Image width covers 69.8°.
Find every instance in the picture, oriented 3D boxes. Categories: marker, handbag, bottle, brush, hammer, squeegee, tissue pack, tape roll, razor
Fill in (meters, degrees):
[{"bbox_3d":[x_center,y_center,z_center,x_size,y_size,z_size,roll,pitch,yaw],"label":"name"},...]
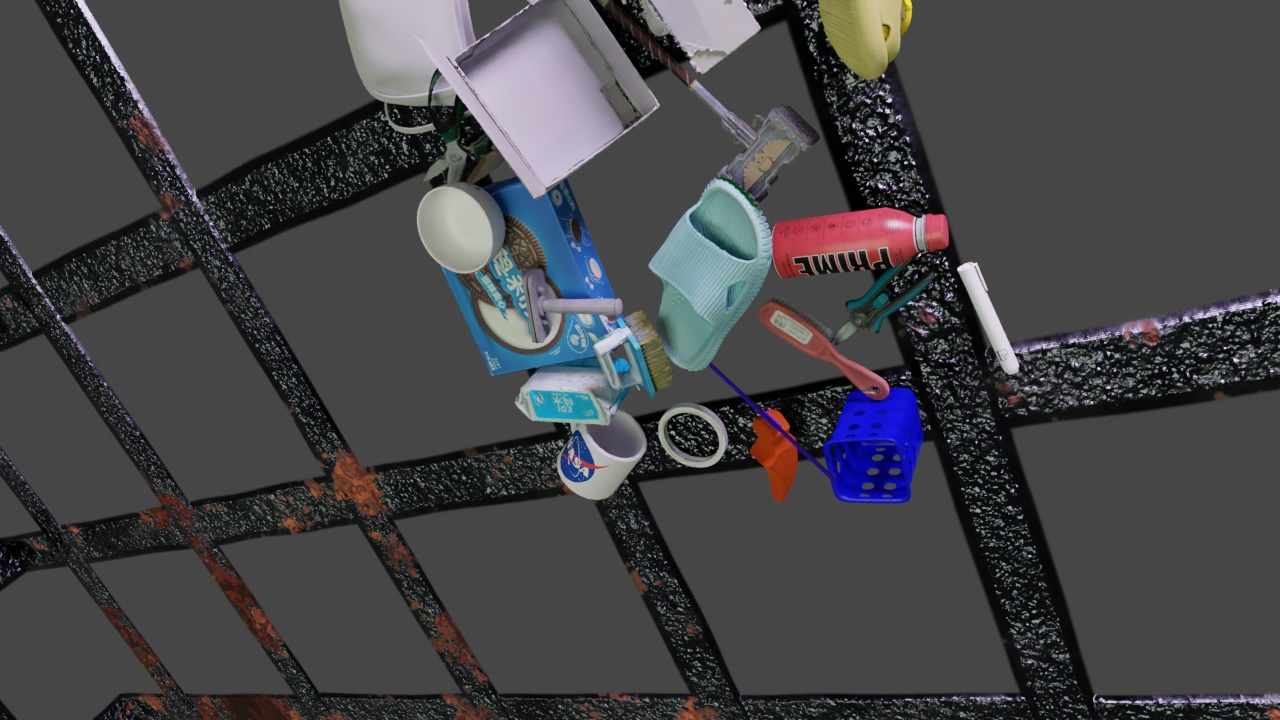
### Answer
[{"bbox_3d":[0.368,-0.043,0.962,0.020,0.017,0.133,-19,109,35],"label":"marker"},{"bbox_3d":[-0.214,-0.370,1.034,0.223,0.095,0.216,2,122,12],"label":"handbag"},{"bbox_3d":[0.227,-0.124,0.955,0.177,0.062,0.062,-3,117,28],"label":"bottle"},{"bbox_3d":[0.212,-0.017,1.041,0.172,0.030,0.041,37,139,6],"label":"brush"},{"bbox_3d":[0.036,-0.305,0.957,0.322,0.044,0.099,44,128,0],"label":"hammer"},{"bbox_3d":[-0.007,0.007,1.118,0.055,0.075,0.136,57,173,36],"label":"brush"},{"bbox_3d":[0.164,0.111,1.118,0.249,0.055,0.185,45,159,41],"label":"squeegee"},{"bbox_3d":[-0.080,0.039,1.186,0.145,0.092,0.062,2,121,26],"label":"tissue pack"},{"bbox_3d":[-0.139,-0.237,1.017,0.008,0.142,0.045,46,136,-3],"label":"brush"},{"bbox_3d":[0.068,0.098,1.197,0.093,0.013,0.093,12,123,20],"label":"tape roll"},{"bbox_3d":[-0.079,-0.064,1.089,0.116,0.047,0.088,2,119,15],"label":"razor"}]

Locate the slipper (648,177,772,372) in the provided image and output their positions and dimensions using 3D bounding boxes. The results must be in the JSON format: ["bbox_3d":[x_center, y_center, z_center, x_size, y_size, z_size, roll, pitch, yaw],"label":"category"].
[{"bbox_3d":[0.065,-0.078,1.027,0.116,0.069,0.277,42,141,17],"label":"slipper"}]

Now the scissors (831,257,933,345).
[{"bbox_3d":[0.255,-0.066,1.003,0.129,0.019,0.139,8,124,29],"label":"scissors"}]

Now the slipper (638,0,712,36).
[{"bbox_3d":[0.011,-0.440,0.866,0.112,0.074,0.247,14,128,57],"label":"slipper"}]

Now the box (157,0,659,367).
[{"bbox_3d":[-0.165,-0.196,0.829,0.149,0.504,0.167,-27,105,40],"label":"box"}]

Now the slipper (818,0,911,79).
[{"bbox_3d":[0.205,-0.355,0.826,0.081,0.091,0.191,-24,123,-6],"label":"slipper"}]

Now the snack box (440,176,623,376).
[{"bbox_3d":[-0.145,-0.106,1.153,0.196,0.056,0.239,-10,112,30],"label":"snack box"}]

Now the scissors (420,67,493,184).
[{"bbox_3d":[-0.187,-0.257,1.088,0.154,0.015,0.210,7,145,-15],"label":"scissors"}]

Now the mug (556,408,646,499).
[{"bbox_3d":[-0.059,0.111,1.230,0.090,0.090,0.121,-55,52,38],"label":"mug"}]

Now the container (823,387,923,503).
[{"bbox_3d":[0.265,0.093,1.033,0.085,0.113,0.084,-4,116,28],"label":"container"}]

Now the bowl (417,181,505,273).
[{"bbox_3d":[-0.206,-0.160,1.082,0.105,0.054,0.105,10,117,20],"label":"bowl"}]
